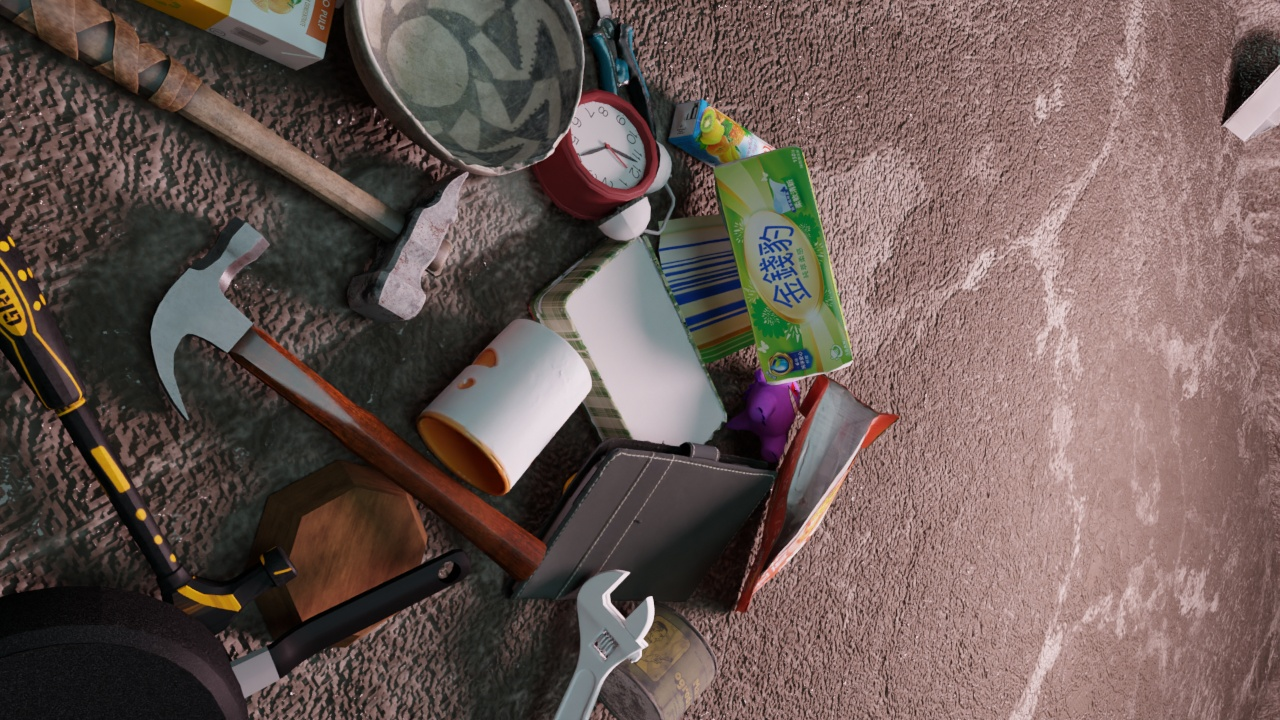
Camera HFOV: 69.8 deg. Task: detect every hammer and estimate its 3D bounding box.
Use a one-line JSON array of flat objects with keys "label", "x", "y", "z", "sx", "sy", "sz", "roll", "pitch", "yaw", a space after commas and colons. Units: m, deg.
[{"label": "hammer", "x": -0.312, "y": 0.025, "z": 0.494, "sx": 0.123, "sy": 0.036, "sz": 0.321, "roll": -28, "pitch": 112, "yaw": -22}, {"label": "hammer", "x": -0.242, "y": -0.141, "z": 0.548, "sx": 0.318, "sy": 0.049, "sz": 0.121, "roll": 34, "pitch": 66, "yaw": -38}, {"label": "hammer", "x": -0.176, "y": 0.052, "z": 0.596, "sx": 0.300, "sy": 0.028, "sz": 0.111, "roll": 44, "pitch": 70, "yaw": -24}]

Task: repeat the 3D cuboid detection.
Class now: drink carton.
[{"label": "drink carton", "x": 0.082, "y": -0.196, "z": 0.849, "sx": 0.128, "sy": 0.039, "sz": 0.044, "roll": 20, "pitch": 80, "yaw": -42}, {"label": "drink carton", "x": -0.241, "y": -0.225, "z": 0.542, "sx": 0.122, "sy": 0.040, "sz": 0.058, "roll": 16, "pitch": 82, "yaw": -43}]

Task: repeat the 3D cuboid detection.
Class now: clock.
[{"label": "clock", "x": -0.026, "y": -0.155, "z": 0.725, "sx": 0.137, "sy": 0.048, "sz": 0.096, "roll": 37, "pitch": 58, "yaw": -23}]

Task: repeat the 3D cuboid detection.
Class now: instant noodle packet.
[{"label": "instant noodle packet", "x": 0.142, "y": 0.139, "z": 0.868, "sx": 0.220, "sy": 0.084, "sz": 0.164, "roll": -58, "pitch": 170, "yaw": -12}]

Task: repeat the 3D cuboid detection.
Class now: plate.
[{"label": "plate", "x": -0.196, "y": 0.134, "z": 0.621, "sx": 0.131, "sy": 0.025, "sz": 0.131, "roll": -4, "pitch": 96, "yaw": -43}]

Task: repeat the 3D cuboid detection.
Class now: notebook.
[{"label": "notebook", "x": 0.008, "y": 0.138, "z": 0.765, "sx": 0.208, "sy": 0.029, "sz": 0.170, "roll": 14, "pitch": 115, "yaw": -46}]

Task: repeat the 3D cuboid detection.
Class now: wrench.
[{"label": "wrench", "x": -0.060, "y": 0.296, "z": 0.725, "sx": 0.273, "sy": 0.066, "sz": 0.018, "roll": -67, "pitch": 160, "yaw": -2}]

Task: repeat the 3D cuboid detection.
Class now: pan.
[{"label": "pan", "x": -0.252, "y": 0.197, "z": 0.520, "sx": 0.354, "sy": 0.044, "sz": 0.204, "roll": -23, "pitch": 113, "yaw": -28}]

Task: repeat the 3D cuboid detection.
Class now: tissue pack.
[{"label": "tissue pack", "x": 0.093, "y": -0.074, "z": 0.810, "sx": 0.120, "sy": 0.141, "sz": 0.197, "roll": 8, "pitch": 69, "yaw": -81}]

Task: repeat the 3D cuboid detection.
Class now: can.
[{"label": "can", "x": 0.009, "y": 0.262, "z": 0.781, "sx": 0.074, "sy": 0.090, "sz": 0.090, "roll": -37, "pitch": 117, "yaw": -35}]

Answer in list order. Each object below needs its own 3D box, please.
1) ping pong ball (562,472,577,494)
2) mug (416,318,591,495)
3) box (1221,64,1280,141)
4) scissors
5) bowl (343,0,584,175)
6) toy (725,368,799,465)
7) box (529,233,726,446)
[{"label": "ping pong ball", "x": -0.044, "y": 0.110, "z": 0.753, "sx": 0.040, "sy": 0.040, "sz": 0.040, "roll": -4, "pitch": 96, "yaw": -43}, {"label": "mug", "x": -0.098, "y": 0.033, "z": 0.668, "sx": 0.105, "sy": 0.082, "sz": 0.082, "roll": -51, "pitch": 124, "yaw": -30}, {"label": "box", "x": 1.415, "y": -0.544, "z": 1.746, "sx": 0.166, "sy": 0.513, "sz": 0.173, "roll": -24, "pitch": 106, "yaw": -30}, {"label": "scissors", "x": -0.021, "y": -0.245, "z": 0.763, "sx": 0.126, "sy": 0.019, "sz": 0.144, "roll": 27, "pitch": 73, "yaw": -41}, {"label": "bowl", "x": -0.128, "y": -0.209, "z": 0.620, "sx": 0.178, "sy": 0.081, "sz": 0.178, "roll": 5, "pitch": 83, "yaw": -46}, {"label": "toy", "x": 0.126, "y": 0.044, "z": 0.900, "sx": 0.087, "sy": 0.056, "sz": 0.106, "roll": -50, "pitch": 134, "yaw": -33}, {"label": "box", "x": -0.005, "y": 0.005, "z": 0.778, "sx": 0.117, "sy": 0.050, "sz": 0.205, "roll": -47, "pitch": 124, "yaw": -34}]
